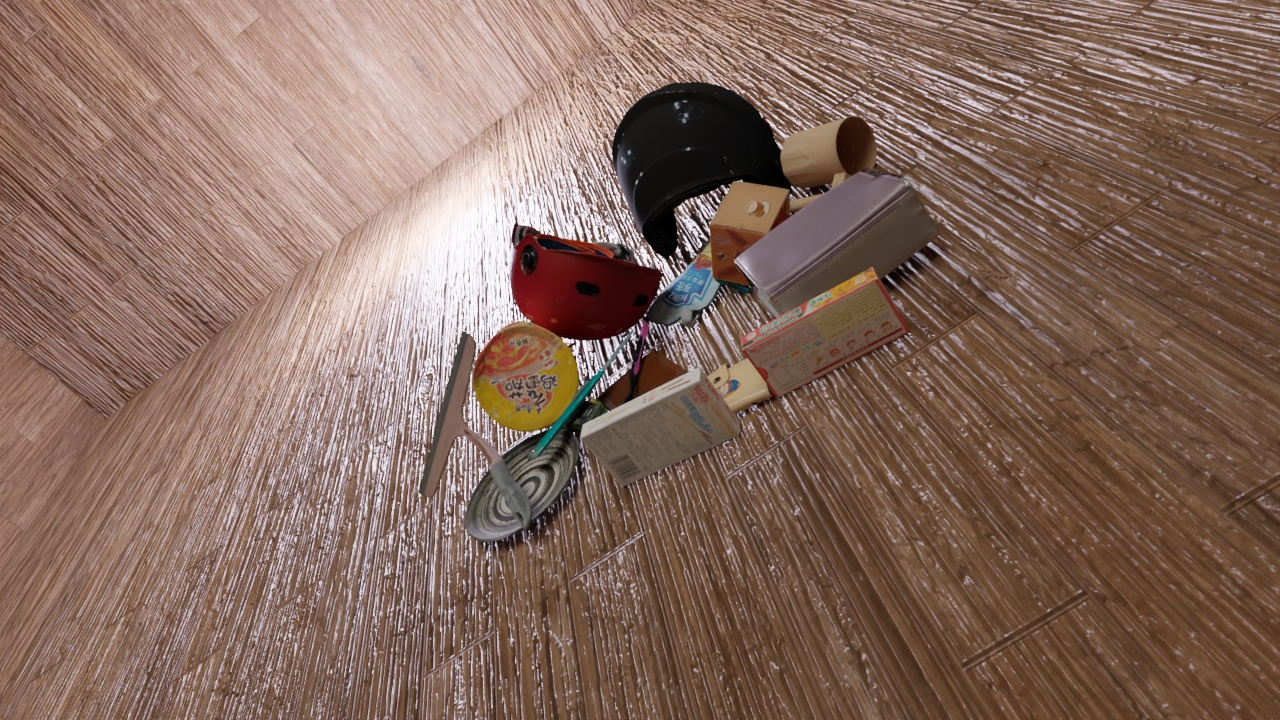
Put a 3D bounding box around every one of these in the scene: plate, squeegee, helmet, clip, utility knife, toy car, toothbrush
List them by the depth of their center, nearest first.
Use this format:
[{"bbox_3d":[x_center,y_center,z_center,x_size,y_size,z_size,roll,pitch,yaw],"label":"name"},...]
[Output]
[{"bbox_3d":[-0.185,0.130,1.132,0.249,0.040,0.248,42,120,44],"label":"squeegee"},{"bbox_3d":[-0.145,0.159,1.148,0.180,0.024,0.179,-28,30,18],"label":"plate"},{"bbox_3d":[-0.007,0.007,1.152,0.018,0.014,0.188,-40,24,37],"label":"toothbrush"},{"bbox_3d":[-0.074,0.042,1.159,0.216,0.013,0.029,-51,16,-8],"label":"utility knife"},{"bbox_3d":[-0.070,0.074,1.166,0.043,0.036,0.091,-56,22,-18],"label":"toy car"},{"bbox_3d":[0.124,-0.104,1.203,0.056,0.014,0.043,22,63,29],"label":"clip"},{"bbox_3d":[-0.080,-0.095,1.273,0.240,0.206,0.144,32,110,59],"label":"helmet"},{"bbox_3d":[0.082,-0.298,1.362,0.234,0.230,0.274,-22,12,26],"label":"helmet"}]

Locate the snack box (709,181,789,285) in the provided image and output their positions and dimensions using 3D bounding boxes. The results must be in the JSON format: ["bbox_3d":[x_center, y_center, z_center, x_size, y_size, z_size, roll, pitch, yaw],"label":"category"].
[{"bbox_3d":[0.142,-0.161,1.176,0.077,0.094,0.092,14,51,21],"label":"snack box"}]

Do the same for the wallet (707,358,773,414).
[{"bbox_3d":[0.094,0.036,1.040,0.115,0.024,0.087,-29,27,21],"label":"wallet"}]

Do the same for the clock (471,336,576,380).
[{"bbox_3d":[-0.181,0.004,1.354,0.159,0.060,0.117,-7,34,23],"label":"clock"}]

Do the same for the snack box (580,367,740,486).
[{"bbox_3d":[0.021,0.075,1.000,0.157,0.085,0.026,-27,28,21],"label":"snack box"}]

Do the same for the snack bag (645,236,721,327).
[{"bbox_3d":[0.088,-0.117,1.265,0.190,0.039,0.110,-49,40,-17],"label":"snack bag"}]

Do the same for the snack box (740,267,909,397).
[{"bbox_3d":[0.190,-0.026,0.954,0.156,0.077,0.027,-29,29,20],"label":"snack box"}]

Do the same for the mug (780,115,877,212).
[{"bbox_3d":[0.252,-0.263,1.254,0.104,0.084,0.124,1,73,53],"label":"mug"}]

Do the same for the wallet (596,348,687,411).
[{"bbox_3d":[0.004,0.038,1.139,0.101,0.032,0.124,-44,27,-4],"label":"wallet"}]

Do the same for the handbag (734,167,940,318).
[{"bbox_3d":[0.218,-0.127,1.051,0.197,0.098,0.145,-37,29,7],"label":"handbag"}]

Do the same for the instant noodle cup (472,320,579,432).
[{"bbox_3d":[-0.143,0.019,1.226,0.138,0.138,0.109,-36,2,6],"label":"instant noodle cup"}]
